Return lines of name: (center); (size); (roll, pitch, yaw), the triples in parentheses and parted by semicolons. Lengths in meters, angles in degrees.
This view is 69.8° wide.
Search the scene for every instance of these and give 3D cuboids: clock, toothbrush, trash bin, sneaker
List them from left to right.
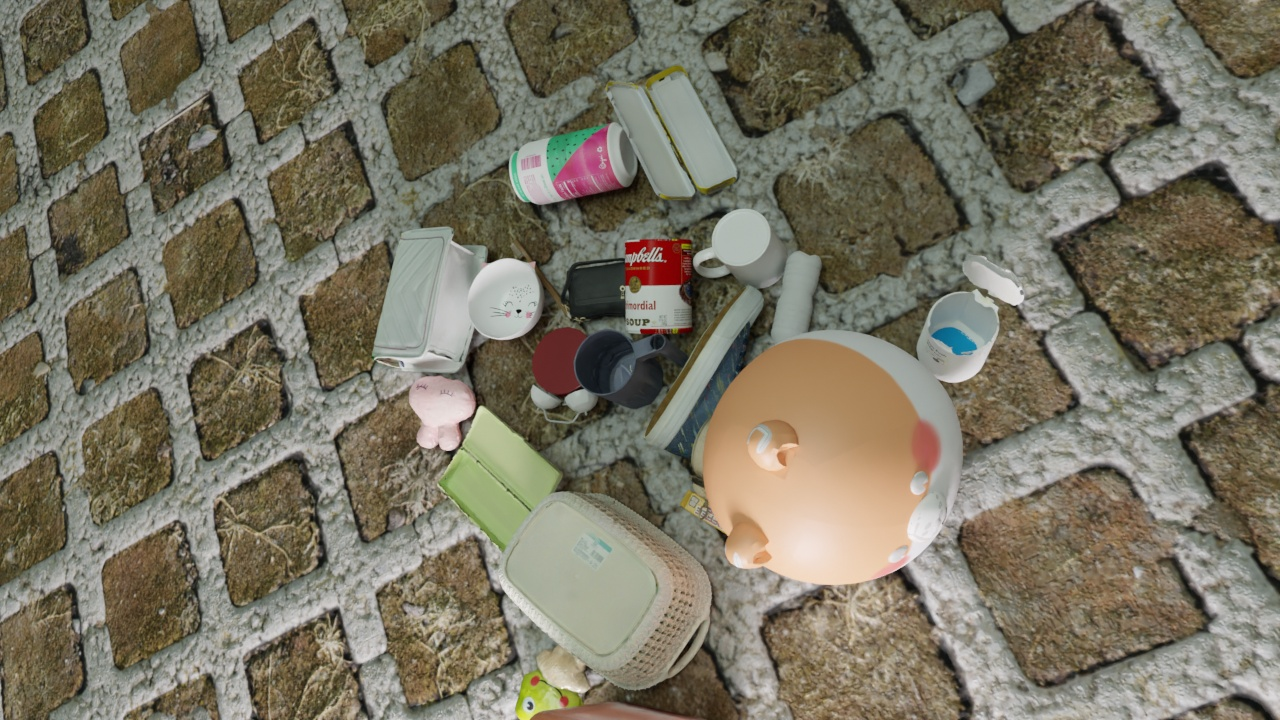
toothbrush: (-0.138, -0.114, 1.299); (0.016, 0.016, 0.167); (-42, 64, 7)
clock: (-0.097, 0.016, 1.229); (0.096, 0.048, 0.137); (4, 78, 24)
trash bin: (-0.012, 0.454, 0.963); (0.182, 0.259, 0.157); (4, 76, 24)
clock: (0.092, 0.124, 1.101); (0.055, 0.093, 0.141); (20, 91, 33)
sneaker: (0.096, 0.018, 1.135); (0.079, 0.087, 0.235); (33, 86, -5)

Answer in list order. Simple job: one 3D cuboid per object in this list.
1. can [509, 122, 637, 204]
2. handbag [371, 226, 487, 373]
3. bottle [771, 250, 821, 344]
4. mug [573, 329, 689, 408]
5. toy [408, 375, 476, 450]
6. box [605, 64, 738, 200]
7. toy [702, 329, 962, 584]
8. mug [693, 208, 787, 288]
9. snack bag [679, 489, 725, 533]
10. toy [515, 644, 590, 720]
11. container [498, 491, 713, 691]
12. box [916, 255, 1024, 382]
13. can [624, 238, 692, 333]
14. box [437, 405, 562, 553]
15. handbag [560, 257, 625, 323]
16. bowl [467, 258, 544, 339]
can: (-0.093, -0.272, 1.280); (0.166, 0.088, 0.088); (-8, 74, 21)
handbag: (-0.306, -0.084, 1.322); (0.142, 0.096, 0.198); (3, 78, 38)
bottle: (0.190, -0.065, 1.130); (0.044, 0.044, 0.136); (9, 80, 25)
mug: (-0.007, 0.007, 1.162); (0.124, 0.104, 0.083); (-22, 69, 16)
toy: (-0.282, 0.075, 1.295); (0.108, 0.053, 0.105); (4, 93, 23)
box: (0.041, -0.309, 1.248); (0.128, 0.046, 0.209); (-17, 67, -15)
toy: (0.193, 0.106, 0.951); (0.266, 0.280, 0.263); (27, 119, 37)
mug: (0.121, -0.132, 1.151); (0.111, 0.090, 0.073); (-19, 70, 18)
snack bag: (0.092, 0.190, 1.120); (0.099, 0.020, 0.026); (29, 90, 27)
toy: (-0.103, 0.404, 1.135); (0.092, 0.043, 0.117); (25, 86, 28)
container: (-0.047, 0.264, 1.092); (0.252, 0.143, 0.184); (33, 82, 26)
box: (0.349, -0.042, 0.992); (0.094, 0.165, 0.084); (-41, 69, -4)
can: (0.023, -0.094, 1.168); (0.087, 0.086, 0.116); (2, 96, 23)
box: (-0.187, 0.159, 1.220); (0.187, 0.030, 0.138); (32, 96, 39)
handbag: (-0.048, -0.092, 1.235); (0.129, 0.054, 0.079); (-6, 79, 19)
bowl: (-0.181, -0.081, 1.287); (0.115, 0.050, 0.114); (-5, 77, 21)
